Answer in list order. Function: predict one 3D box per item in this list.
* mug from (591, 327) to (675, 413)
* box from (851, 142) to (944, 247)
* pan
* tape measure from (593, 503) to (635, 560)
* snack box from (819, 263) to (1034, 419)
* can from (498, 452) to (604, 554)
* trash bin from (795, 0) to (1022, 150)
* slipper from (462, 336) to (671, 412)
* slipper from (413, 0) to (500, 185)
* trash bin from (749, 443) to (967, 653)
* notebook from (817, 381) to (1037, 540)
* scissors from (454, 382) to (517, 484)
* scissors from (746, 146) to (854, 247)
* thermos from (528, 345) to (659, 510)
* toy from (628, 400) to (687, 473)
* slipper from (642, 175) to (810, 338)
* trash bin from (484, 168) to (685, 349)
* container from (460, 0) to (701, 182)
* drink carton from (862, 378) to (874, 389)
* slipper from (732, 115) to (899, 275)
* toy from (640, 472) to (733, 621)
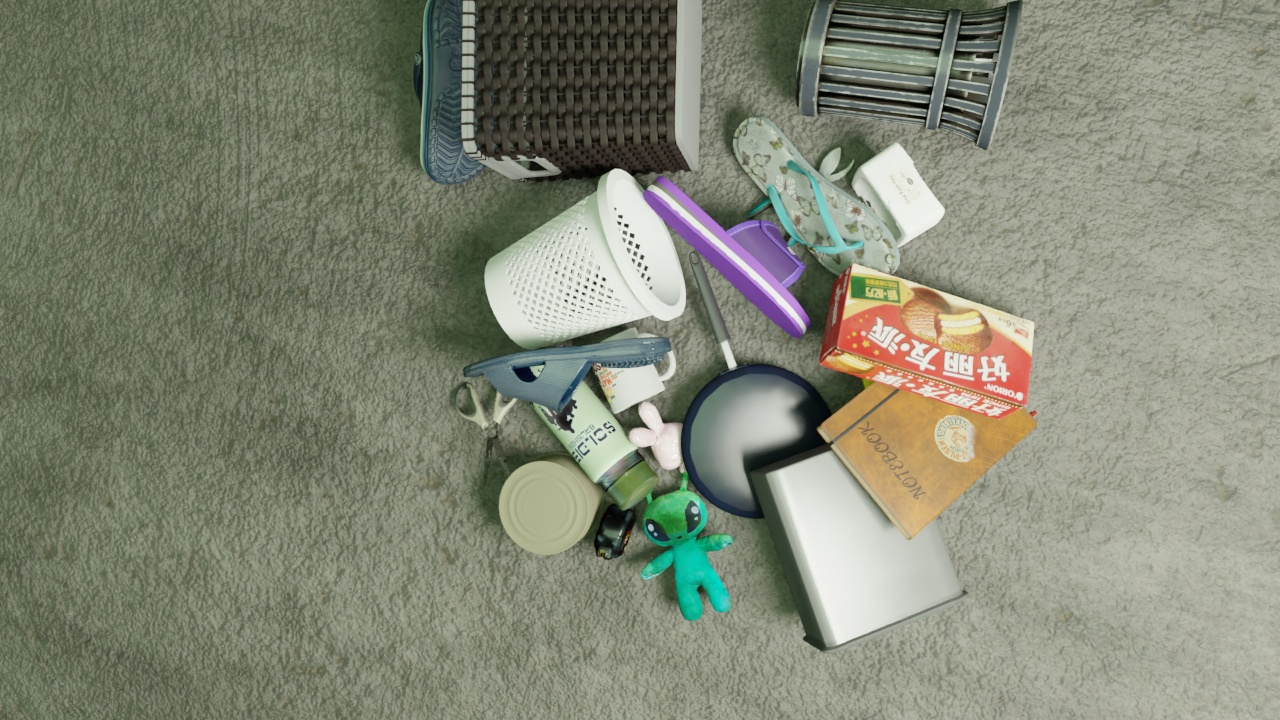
[{"bbox_3d":[-0.007,0.007,1.198,0.105,0.073,0.089,-27,87,12],"label":"mug"},{"bbox_3d":[0.276,-0.175,1.125,0.137,0.128,0.108,-31,85,2],"label":"box"},{"bbox_3d":[0.125,0.030,1.170,0.199,0.021,0.356,-19,92,0],"label":"pan"},{"bbox_3d":[-0.035,0.227,1.216,0.042,0.071,0.072,21,91,14],"label":"tape measure"},{"bbox_3d":[0.337,-0.021,1.080,0.236,0.060,0.113,17,69,-4],"label":"snack box"},{"bbox_3d":[-0.119,0.191,1.230,0.128,0.073,0.128,0,92,12],"label":"can"},{"bbox_3d":[0.307,-0.345,1.075,0.228,0.164,0.164,12,95,15],"label":"trash bin"},{"bbox_3d":[-0.090,0.021,1.128,0.264,0.101,0.082,-7,89,9],"label":"slipper"},{"bbox_3d":[-0.250,-0.366,1.230,0.095,0.105,0.253,26,117,51],"label":"slipper"},{"bbox_3d":[0.259,0.211,1.112,0.191,0.098,0.220,-19,87,-10],"label":"trash bin"},{"bbox_3d":[0.344,0.068,1.091,0.248,0.014,0.178,-34,79,-22],"label":"notebook"},{"bbox_3d":[-0.200,0.079,1.244,0.158,0.012,0.162,33,81,32],"label":"scissors"},{"bbox_3d":[0.205,-0.202,1.172,0.157,0.019,0.124,-7,92,13],"label":"scissors"},{"bbox_3d":[-0.071,0.093,1.208,0.082,0.082,0.231,-43,80,10],"label":"thermos"},{"bbox_3d":[0.032,0.104,1.198,0.110,0.047,0.063,39,66,-22],"label":"toy"},{"bbox_3d":[0.130,-0.149,1.140,0.266,0.107,0.084,42,88,1],"label":"slipper"},{"bbox_3d":[-0.077,-0.110,1.162,0.200,0.195,0.195,-22,88,22],"label":"trash bin"},{"bbox_3d":[-0.058,-0.354,1.110,0.244,0.247,0.245,2,93,9],"label":"container"},{"bbox_3d":[0.296,-0.029,1.147,0.058,0.043,0.134,-13,90,11],"label":"drink carton"},{"bbox_3d":[0.197,-0.186,1.117,0.268,0.054,0.098,49,142,17],"label":"slipper"},{"bbox_3d":[0.058,0.241,1.201,0.131,0.072,0.193,-21,79,10],"label":"toy"}]
